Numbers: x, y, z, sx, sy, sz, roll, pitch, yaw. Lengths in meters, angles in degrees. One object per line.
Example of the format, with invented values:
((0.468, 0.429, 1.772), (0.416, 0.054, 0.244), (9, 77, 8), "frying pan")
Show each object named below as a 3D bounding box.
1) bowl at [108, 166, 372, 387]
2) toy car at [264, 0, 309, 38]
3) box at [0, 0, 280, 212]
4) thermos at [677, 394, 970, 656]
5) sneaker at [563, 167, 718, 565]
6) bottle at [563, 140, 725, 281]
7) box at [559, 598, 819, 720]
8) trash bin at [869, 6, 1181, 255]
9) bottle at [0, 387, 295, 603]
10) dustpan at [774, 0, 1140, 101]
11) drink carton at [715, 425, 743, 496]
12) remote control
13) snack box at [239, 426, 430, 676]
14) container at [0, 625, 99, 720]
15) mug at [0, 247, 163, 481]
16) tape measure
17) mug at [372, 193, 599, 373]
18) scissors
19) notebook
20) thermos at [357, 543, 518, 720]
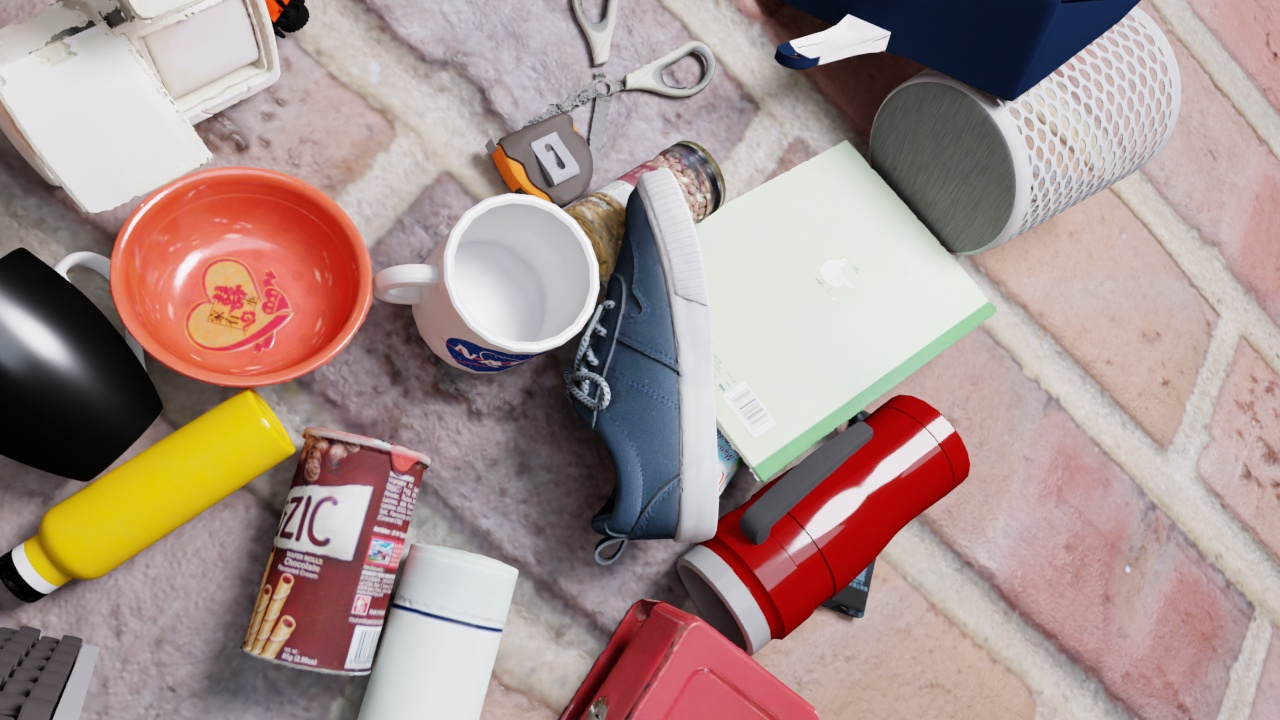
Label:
((-0.218, -0.040, 0.510), (0.130, 0.045, 0.130), (8, 67, -19), "bowl")
((-0.215, -0.246, 0.547), (0.049, 0.051, 0.100), (15, 72, 22), "toy car")
((-0.232, -0.140, 0.435), (0.143, 0.188, 0.105), (-37, 82, -20), "box")
((0.123, 0.099, 0.611), (0.198, 0.084, 0.108), (-33, 139, -18), "thermos")
((-0.003, 0.003, 0.557), (0.087, 0.089, 0.235), (-3, 88, -4), "sneaker")
((0.002, -0.102, 0.622), (0.105, 0.056, 0.056), (-36, 97, -26), "bottle")
((0.018, 0.244, 0.560), (0.129, 0.087, 0.157), (41, 67, -19), "box")
((0.293, -0.181, 0.719), (0.183, 0.157, 0.156), (-29, 94, -23), "trash bin")
((-0.254, 0.071, 0.473), (0.143, 0.043, 0.043), (-34, 97, -12), "bottle")
((0.195, -0.265, 0.672), (0.272, 0.080, 0.236), (-22, 49, -42), "dustpan")
((0.054, 0.053, 0.632), (0.044, 0.039, 0.128), (43, 67, -13), "drink carton")
((0.165, 0.113, 0.683), (0.047, 0.022, 0.150), (23, 73, -20), "remote control")
((-0.166, 0.103, 0.503), (0.072, 0.072, 0.121), (18, 75, -21), "snack box")
((-0.356, 0.197, 0.307), (0.243, 0.246, 0.247), (19, 74, -25), "container")
((-0.292, -0.002, 0.465), (0.100, 0.085, 0.118), (49, 35, -24), "mug")
((-0.061, -0.129, 0.605), (0.058, 0.038, 0.059), (-29, 99, -20), "tape measure")
((-0.097, -0.043, 0.548), (0.121, 0.090, 0.091), (2, 81, -25), "mug")
((-0.017, -0.211, 0.656), (0.170, 0.013, 0.157), (-15, 88, -25), "scissors")
((0.121, -0.048, 0.662), (0.252, 0.010, 0.182), (-31, 75, -26), "notebook")
((-0.128, 0.219, 0.505), (0.068, 0.068, 0.229), (19, 74, -21), "thermos")
